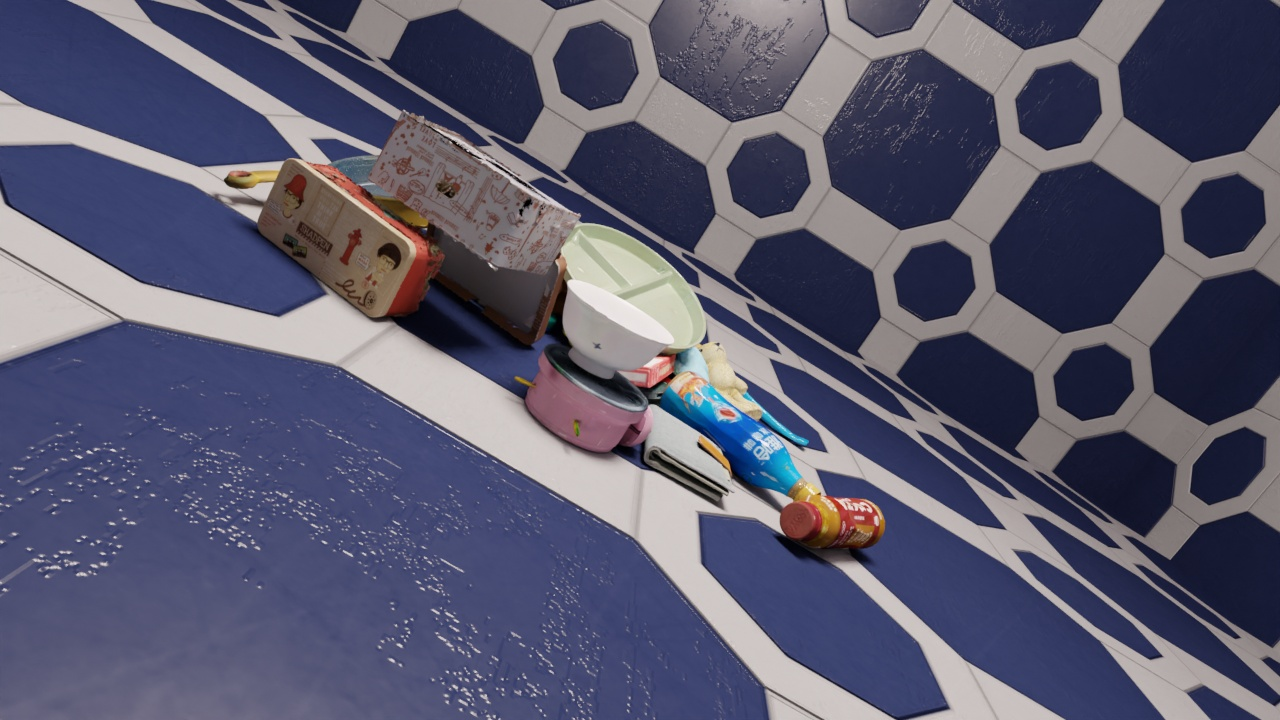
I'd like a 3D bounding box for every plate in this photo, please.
[{"bbox_3d":[-0.012,-0.094,1.211,0.230,0.028,0.229,27,34,-20],"label":"plate"}]

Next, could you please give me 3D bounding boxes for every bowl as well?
[{"bbox_3d":[-0.033,-0.022,0.893,0.118,0.065,0.118,28,13,-8],"label":"bowl"}]

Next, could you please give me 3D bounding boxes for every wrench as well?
[{"bbox_3d":[0.024,0.021,1.229,0.056,0.016,0.273,19,11,8],"label":"wrench"}]

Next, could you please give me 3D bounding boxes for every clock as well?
[{"bbox_3d":[-0.047,0.040,0.916,0.117,0.060,0.158,38,16,27],"label":"clock"}]

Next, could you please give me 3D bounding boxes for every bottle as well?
[{"bbox_3d":[0.118,0.097,1.076,0.219,0.065,0.065,40,15,26],"label":"bottle"},{"bbox_3d":[0.210,0.178,1.007,0.057,0.057,0.174,42,16,35],"label":"bottle"}]

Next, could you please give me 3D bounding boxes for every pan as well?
[{"bbox_3d":[-0.327,-0.203,1.065,0.198,0.078,0.356,19,27,23],"label":"pan"}]

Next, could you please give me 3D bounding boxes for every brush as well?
[{"bbox_3d":[0.152,0.050,1.402,0.254,0.046,0.083,40,10,13],"label":"brush"}]

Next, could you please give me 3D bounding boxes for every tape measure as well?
[{"bbox_3d":[-0.132,-0.059,1.154,0.054,0.025,0.058,25,16,-26],"label":"tape measure"}]

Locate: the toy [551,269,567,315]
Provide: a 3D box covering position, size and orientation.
[{"bbox_3d":[-0.076,-0.117,1.304,0.199,0.131,0.140,-11,46,-42],"label":"toy"}]

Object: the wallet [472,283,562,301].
[{"bbox_3d":[-0.162,-0.100,1.135,0.090,0.033,0.115,37,34,17],"label":"wallet"}]

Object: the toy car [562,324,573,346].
[{"bbox_3d":[-0.066,-0.027,1.151,0.048,0.032,0.105,9,11,-26],"label":"toy car"}]

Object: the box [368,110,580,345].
[{"bbox_3d":[-0.165,-0.141,0.972,0.179,0.134,0.271,35,-19,13],"label":"box"}]

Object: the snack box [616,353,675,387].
[{"bbox_3d":[-0.007,0.007,1.138,0.075,0.025,0.152,7,8,12],"label":"snack box"}]

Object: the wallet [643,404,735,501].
[{"bbox_3d":[0.052,0.096,0.987,0.106,0.037,0.129,30,13,-8],"label":"wallet"}]

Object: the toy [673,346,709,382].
[{"bbox_3d":[0.043,-0.030,1.274,0.156,0.050,0.161,49,19,-13],"label":"toy"}]

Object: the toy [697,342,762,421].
[{"bbox_3d":[0.121,0.033,1.319,0.105,0.066,0.157,0,39,-31],"label":"toy"}]

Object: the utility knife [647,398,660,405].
[{"bbox_3d":[0.048,0.050,1.187,0.031,0.021,0.204,34,10,25],"label":"utility knife"}]

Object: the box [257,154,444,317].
[{"bbox_3d":[-0.276,-0.120,0.895,0.168,0.091,0.076,36,16,13],"label":"box"}]
